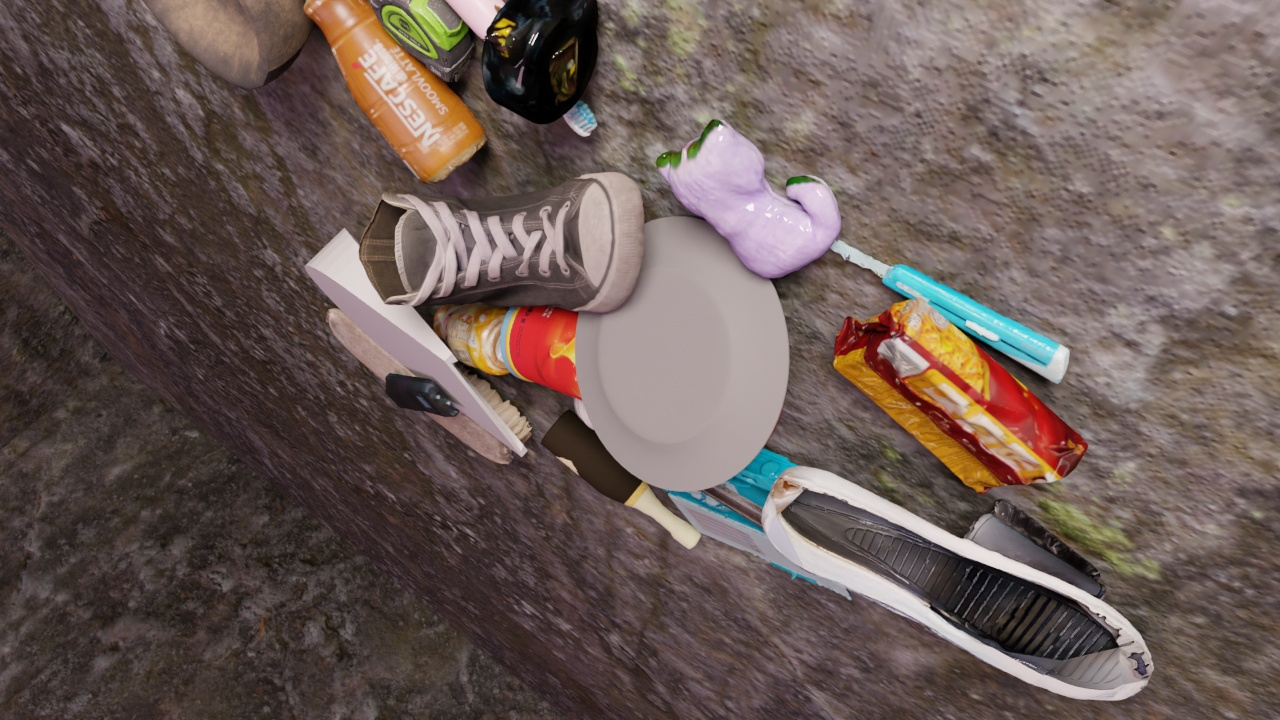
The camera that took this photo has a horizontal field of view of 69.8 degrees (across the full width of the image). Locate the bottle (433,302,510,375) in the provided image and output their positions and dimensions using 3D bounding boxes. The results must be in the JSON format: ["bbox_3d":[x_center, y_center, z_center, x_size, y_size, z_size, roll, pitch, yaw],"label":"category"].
[{"bbox_3d":[-0.151,-0.026,0.850,0.109,0.063,0.063,20,147,45],"label":"bottle"}]

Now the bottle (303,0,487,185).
[{"bbox_3d":[-0.176,-0.201,0.622,0.167,0.059,0.059,53,151,-20],"label":"bottle"}]

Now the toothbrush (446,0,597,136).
[{"bbox_3d":[-0.103,-0.219,0.538,0.222,0.027,0.027,47,155,-13],"label":"toothbrush"}]

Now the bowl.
[{"bbox_3d":[-0.296,-0.280,0.645,0.162,0.070,0.162,31,152,19],"label":"bowl"}]

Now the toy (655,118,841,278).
[{"bbox_3d":[0.062,-0.090,0.508,0.099,0.036,0.080,45,143,-16],"label":"toy"}]

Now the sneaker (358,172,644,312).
[{"bbox_3d":[-0.095,-0.078,0.615,0.235,0.119,0.095,12,103,51],"label":"sneaker"}]

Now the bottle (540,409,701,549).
[{"bbox_3d":[-0.015,0.124,0.918,0.184,0.045,0.045,39,153,3],"label":"bottle"}]

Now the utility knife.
[{"bbox_3d":[0.162,-0.031,0.491,0.141,0.015,0.022,32,149,23],"label":"utility knife"}]

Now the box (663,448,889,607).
[{"bbox_3d":[0.115,0.142,0.786,0.227,0.039,0.182,19,148,36],"label":"box"}]

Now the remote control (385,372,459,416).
[{"bbox_3d":[-0.232,0.038,0.953,0.047,0.022,0.150,52,157,-21],"label":"remote control"}]

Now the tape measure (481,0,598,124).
[{"bbox_3d":[-0.054,-0.168,0.503,0.042,0.071,0.072,29,157,15],"label":"tape measure"}]

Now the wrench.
[{"bbox_3d":[0.123,0.140,0.723,0.273,0.010,0.070,29,154,20],"label":"wrench"}]

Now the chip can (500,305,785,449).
[{"bbox_3d":[-0.004,0.004,0.680,0.214,0.086,0.087,18,146,39],"label":"chip can"}]

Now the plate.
[{"bbox_3d":[0.017,-0.003,0.594,0.179,0.012,0.178,3,95,42],"label":"plate"}]

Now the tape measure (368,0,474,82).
[{"bbox_3d":[-0.134,-0.216,0.574,0.065,0.035,0.059,37,163,-1],"label":"tape measure"}]

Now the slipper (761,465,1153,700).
[{"bbox_3d":[0.212,0.137,0.618,0.264,0.062,0.111,22,137,14],"label":"slipper"}]

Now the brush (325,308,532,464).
[{"bbox_3d":[-0.241,0.018,1.039,0.271,0.056,0.083,37,149,6],"label":"brush"}]

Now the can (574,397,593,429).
[{"bbox_3d":[-0.007,0.037,0.767,0.102,0.054,0.055,7,138,48],"label":"can"}]

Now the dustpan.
[{"bbox_3d":[-0.217,-0.032,0.895,0.258,0.053,0.192,32,162,28],"label":"dustpan"}]

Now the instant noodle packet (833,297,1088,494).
[{"bbox_3d":[0.172,0.021,0.517,0.135,0.039,0.099,41,164,0],"label":"instant noodle packet"}]
